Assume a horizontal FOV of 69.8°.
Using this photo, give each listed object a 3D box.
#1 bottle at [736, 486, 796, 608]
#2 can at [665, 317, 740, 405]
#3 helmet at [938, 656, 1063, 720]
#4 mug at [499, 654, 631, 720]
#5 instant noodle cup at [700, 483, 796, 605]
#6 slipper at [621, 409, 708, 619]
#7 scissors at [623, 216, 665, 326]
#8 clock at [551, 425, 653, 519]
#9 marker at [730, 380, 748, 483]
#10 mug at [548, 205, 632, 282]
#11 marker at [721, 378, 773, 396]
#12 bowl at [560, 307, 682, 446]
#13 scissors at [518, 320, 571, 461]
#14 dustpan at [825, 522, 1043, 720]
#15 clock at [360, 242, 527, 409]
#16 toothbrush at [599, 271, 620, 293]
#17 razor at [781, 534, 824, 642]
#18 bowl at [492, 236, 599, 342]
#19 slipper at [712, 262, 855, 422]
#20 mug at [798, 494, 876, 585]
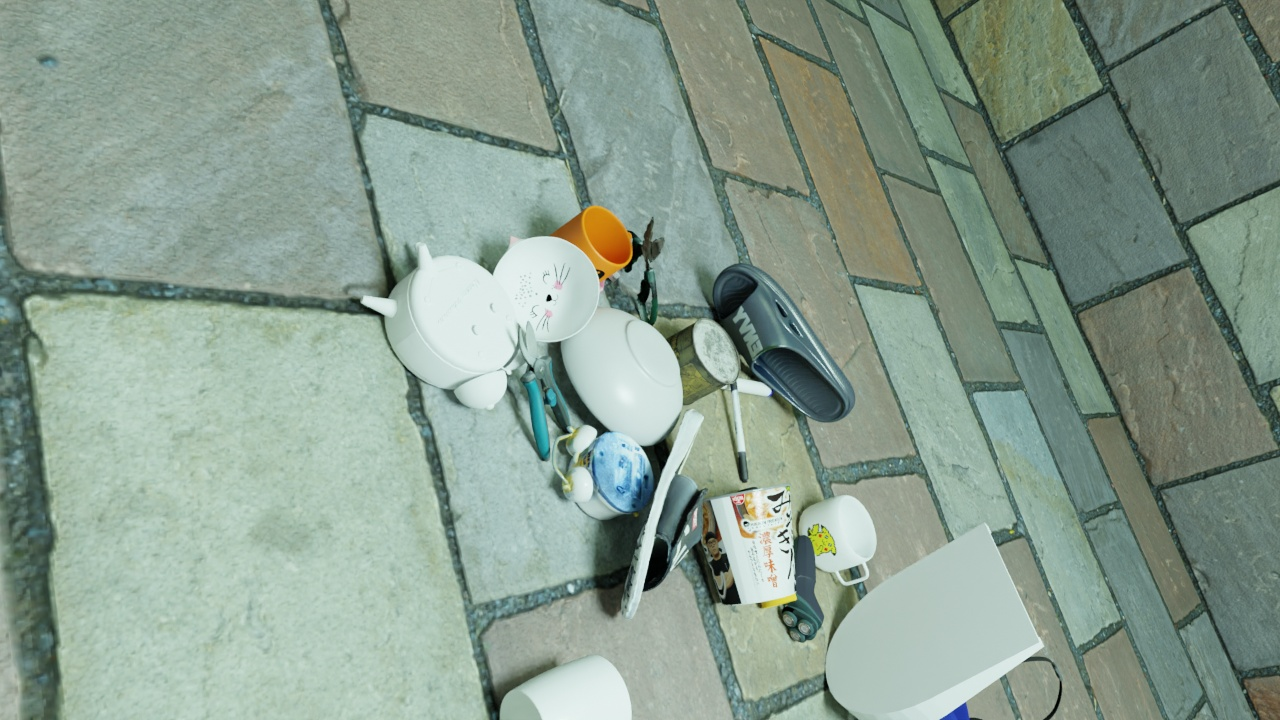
[{"bbox_3d":[0.150,0.228,1.127,0.043,0.043,0.143,6,63,-47],"label":"bottle"},{"bbox_3d":[0.069,0.002,1.154,0.089,0.075,0.089,30,46,-36],"label":"can"},{"bbox_3d":[0.403,0.441,1.129,0.148,0.228,0.240,59,30,-20],"label":"helmet"},{"bbox_3d":[-0.068,0.324,0.798,0.087,0.081,0.114,-4,101,-44],"label":"mug"},{"bbox_3d":[0.125,0.213,1.057,0.123,0.124,0.121,0,76,-49],"label":"instant noodle cup"},{"bbox_3d":[0.039,0.161,0.986,0.063,0.111,0.263,18,40,2],"label":"slipper"},{"bbox_3d":[0.010,-0.100,1.090,0.015,0.210,0.137,-15,90,-13],"label":"scissors"},{"bbox_3d":[-0.043,0.118,0.969,0.125,0.052,0.088,32,46,-33],"label":"clock"},{"bbox_3d":[0.129,0.085,1.204,0.011,0.011,0.152,12,67,-45],"label":"marker"},{"bbox_3d":[-0.060,-0.125,1.069,0.112,0.096,0.077,-24,85,-53],"label":"mug"},{"bbox_3d":[0.132,0.034,1.252,0.141,0.020,0.020,11,59,-45],"label":"marker"},{"bbox_3d":[-0.006,0.006,1.045,0.176,0.066,0.176,38,32,-29],"label":"bowl"},{"bbox_3d":[-0.099,0.036,0.942,0.154,0.019,0.126,38,58,-59],"label":"scissors"},{"bbox_3d":[0.344,0.339,1.103,0.053,0.258,0.191,43,23,-21],"label":"dustpan"},{"bbox_3d":[-0.177,-0.039,0.897,0.161,0.073,0.125,48,39,-17],"label":"clock"},{"bbox_3d":[-0.055,-0.082,1.111,0.016,0.022,0.134,45,37,-5],"label":"toothbrush"},{"bbox_3d":[0.205,0.284,1.158,0.052,0.047,0.142,21,45,-9],"label":"razor"},{"bbox_3d":[-0.104,-0.074,0.998,0.114,0.051,0.114,1,85,-9],"label":"bowl"},{"bbox_3d":[0.184,-0.008,1.260,0.268,0.111,0.083,50,46,-5],"label":"slipper"},{"bbox_3d":[0.267,0.243,1.231,0.094,0.068,0.115,-7,72,-51],"label":"mug"}]
